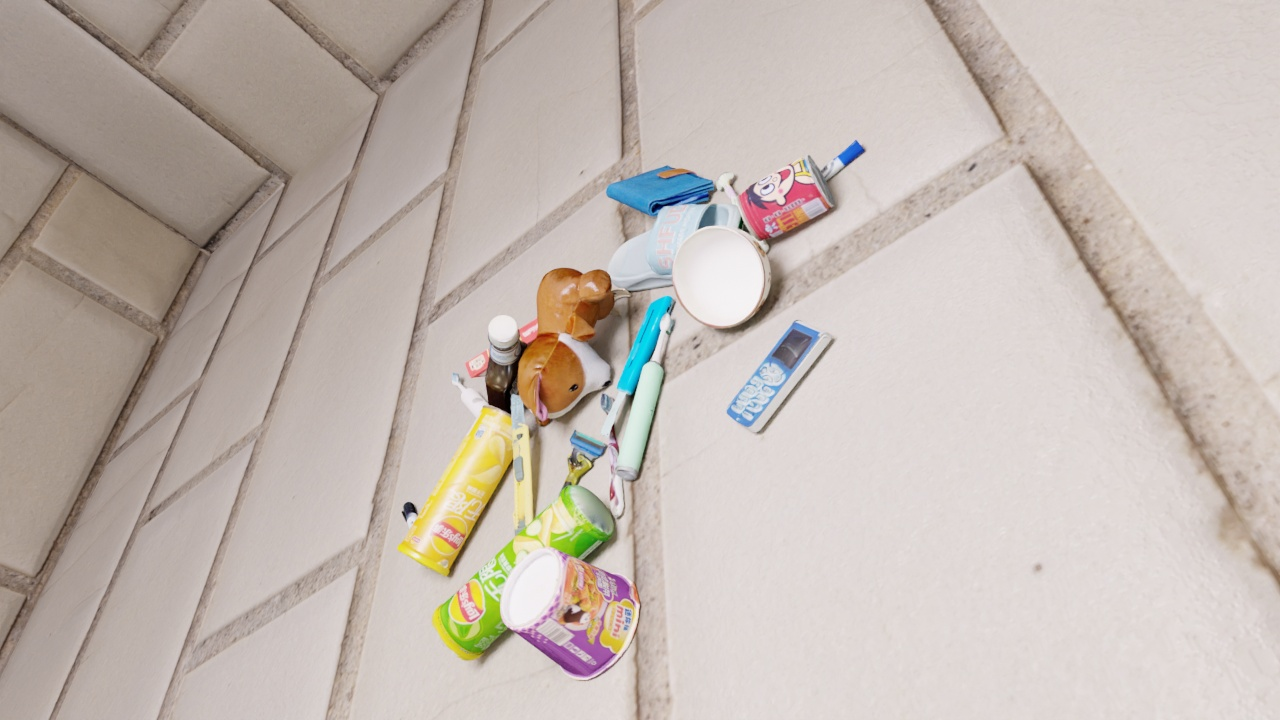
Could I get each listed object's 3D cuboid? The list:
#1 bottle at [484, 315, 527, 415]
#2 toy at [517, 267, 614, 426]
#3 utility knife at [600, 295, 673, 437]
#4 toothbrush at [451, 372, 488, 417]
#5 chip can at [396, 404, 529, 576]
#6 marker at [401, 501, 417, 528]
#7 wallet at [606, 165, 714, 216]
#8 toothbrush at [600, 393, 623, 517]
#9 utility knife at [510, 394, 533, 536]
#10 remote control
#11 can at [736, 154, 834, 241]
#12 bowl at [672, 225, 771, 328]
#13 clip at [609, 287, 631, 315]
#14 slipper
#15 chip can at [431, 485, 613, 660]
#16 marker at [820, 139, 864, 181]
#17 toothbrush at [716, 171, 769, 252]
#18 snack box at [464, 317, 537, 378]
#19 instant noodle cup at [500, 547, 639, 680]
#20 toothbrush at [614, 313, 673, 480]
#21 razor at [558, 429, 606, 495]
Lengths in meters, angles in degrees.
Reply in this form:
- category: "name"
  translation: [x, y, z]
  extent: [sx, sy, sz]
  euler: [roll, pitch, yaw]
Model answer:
- category: "bottle"
  translation: [-0.172, 0.005, 1.179]
  extent: [0.195, 0.044, 0.079]
  euler: [100, -170, -62]
- category: "toy"
  translation: [-0.090, -0.013, 1.146]
  extent: [0.140, 0.130, 0.199]
  euler: [79, -147, -78]
- category: "utility knife"
  translation: [-0.007, 0.006, 1.101]
  extent: [0.034, 0.018, 0.206]
  euler: [-8, 48, 43]
- category: "toothbrush"
  translation: [-0.238, 0.061, 1.325]
  extent: [0.221, 0.026, 0.026]
  euler: [34, 127, 57]
- category: "chip can"
  translation: [-0.224, 0.163, 1.165]
  extent: [0.072, 0.072, 0.213]
  euler: [5, 61, 52]
- category: "marker"
  translation: [-0.305, 0.232, 1.243]
  extent: [0.023, 0.018, 0.130]
  euler: [-55, 32, 8]
- category: "wallet"
  translation: [0.026, -0.233, 1.253]
  extent: [0.106, 0.040, 0.133]
  euler: [-21, 29, -20]
- category: "toothbrush"
  translation: [-0.034, 0.104, 1.047]
  extent: [0.016, 0.017, 0.187]
  euler: [-31, 37, 20]
- category: "utility knife"
  translation: [-0.146, 0.127, 1.125]
  extent: [0.031, 0.020, 0.194]
  euler: [-19, 54, 21]
- category: "remote control"
  translation: [0.139, 0.016, 0.923]
  extent: [0.125, 0.024, 0.049]
  euler: [-53, 33, -1]
- category: "can"
  translation: [0.163, -0.182, 1.042]
  extent: [0.094, 0.066, 0.066]
  euler: [-26, 40, 23]
- category: "bowl"
  translation: [0.098, -0.097, 1.030]
  extent: [0.114, 0.113, 0.062]
  euler: [-26, -1, 33]
- category: "clip"
  translation: [-0.064, -0.071, 1.244]
  extent: [0.080, 0.034, 0.104]
  euler: [-53, 41, -9]
- category: "slipper"
  translation: [0.035, -0.149, 1.159]
  extent: [0.246, 0.074, 0.103]
  euler: [-10, 52, 50]
- category: "chip can"
  translation: [-0.124, 0.226, 0.985]
  extent: [0.221, 0.072, 0.072]
  euler: [-43, 34, 10]
- category: "marker"
  translation: [0.199, -0.204, 1.076]
  extent: [0.146, 0.017, 0.016]
  euler: [-39, 35, 17]
- category: "toothbrush"
  translation: [0.128, -0.185, 1.141]
  extent: [0.029, 0.020, 0.189]
  euler: [-45, 34, 20]
- category: "snack box"
  translation: [-0.167, -0.020, 1.278]
  extent: [0.153, 0.075, 0.025]
  euler: [-29, 80, 29]
- category: "instant noodle cup"
  translation: [-0.074, 0.238, 0.890]
  extent: [0.112, 0.099, 0.111]
  euler: [-32, 35, 27]
- category: "toothbrush"
  translation: [0.008, 0.035, 1.057]
  extent: [0.026, 0.027, 0.223]
  euler: [-6, 52, 30]
- category: "razor"
  translation: [-0.087, 0.153, 1.060]
  extent: [0.043, 0.022, 0.142]
  euler: [22, 74, 10]
